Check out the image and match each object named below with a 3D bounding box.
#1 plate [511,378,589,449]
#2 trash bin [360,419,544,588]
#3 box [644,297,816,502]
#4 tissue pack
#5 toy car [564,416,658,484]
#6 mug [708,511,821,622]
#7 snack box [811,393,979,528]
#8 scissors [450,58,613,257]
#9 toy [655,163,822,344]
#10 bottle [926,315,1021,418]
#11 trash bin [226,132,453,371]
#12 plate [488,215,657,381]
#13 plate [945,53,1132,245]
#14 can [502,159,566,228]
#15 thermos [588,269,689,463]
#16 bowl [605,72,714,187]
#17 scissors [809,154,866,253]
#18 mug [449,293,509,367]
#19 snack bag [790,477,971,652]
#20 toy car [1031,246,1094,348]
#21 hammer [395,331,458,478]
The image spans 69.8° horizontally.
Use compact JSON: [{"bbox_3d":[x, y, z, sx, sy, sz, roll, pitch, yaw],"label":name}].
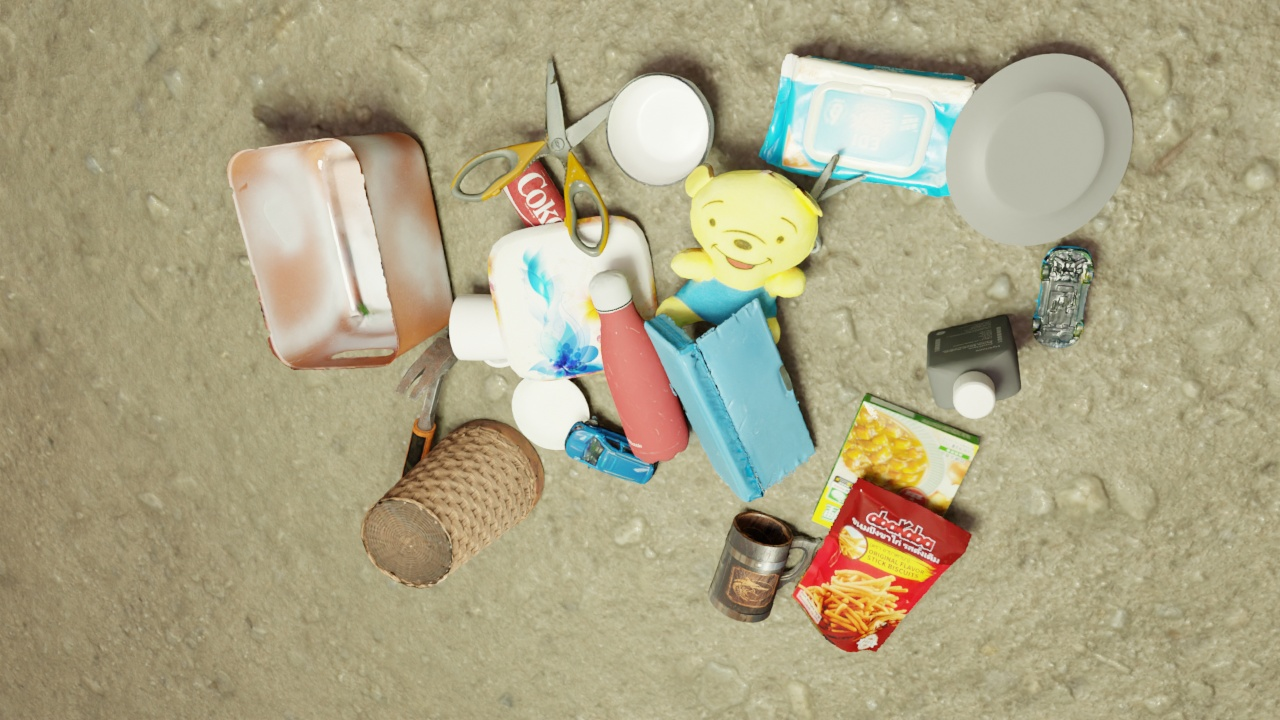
[{"bbox_3d":[-0.109,0.060,1.153,0.104,0.026,0.104,7,112,17],"label":"plate"},{"bbox_3d":[-0.228,0.180,1.137,0.151,0.209,0.151,7,112,17],"label":"trash bin"},{"bbox_3d":[0.106,0.034,1.019,0.112,0.094,0.232,-32,122,-9],"label":"box"},{"bbox_3d":[0.226,-0.234,0.910,0.209,0.065,0.117,14,113,16],"label":"tissue pack"},{"bbox_3d":[-0.034,0.113,1.123,0.120,0.043,0.056,22,116,-9],"label":"toy car"},{"bbox_3d":[0.151,0.250,1.112,0.115,0.080,0.107,8,113,-14],"label":"mug"},{"bbox_3d":[0.286,0.137,1.042,0.132,0.027,0.168,22,115,11],"label":"snack box"},{"bbox_3d":[-0.106,-0.217,1.010,0.229,0.016,0.225,-10,89,4],"label":"scissors"},{"bbox_3d":[0.106,-0.112,0.964,0.149,0.083,0.214,15,132,6],"label":"toy"},{"bbox_3d":[0.326,0.009,0.900,0.084,0.173,0.046,-14,104,23],"label":"bottle"},{"bbox_3d":[-0.344,-0.133,1.094,0.182,0.157,0.260,-2,107,20],"label":"trash bin"},{"bbox_3d":[-0.074,-0.066,1.054,0.187,0.016,0.187,-10,111,-4],"label":"plate"},{"bbox_3d":[0.377,-0.194,0.862,0.178,0.012,0.178,-1,111,-3],"label":"plate"},{"bbox_3d":[-0.116,-0.179,1.054,0.054,0.053,0.096,-29,98,26],"label":"can"},{"bbox_3d":[-0.006,0.006,1.041,0.073,0.073,0.240,-6,122,21],"label":"thermos"},{"bbox_3d":[0.027,-0.246,0.972,0.116,0.065,0.116,6,111,17],"label":"bowl"},{"bbox_3d":[0.160,-0.166,0.948,0.147,0.014,0.142,17,147,20],"label":"scissors"},{"bbox_3d":[-0.172,-0.029,1.123,0.088,0.080,0.114,1,141,11],"label":"mug"},{"bbox_3d":[0.268,0.236,1.057,0.139,0.066,0.208,31,120,11],"label":"snack bag"},{"bbox_3d":[0.421,-0.064,0.919,0.048,0.032,0.105,5,116,17],"label":"toy car"},{"bbox_3d":[-0.291,0.108,1.193,0.035,0.137,0.315,26,124,6],"label":"hammer"}]
